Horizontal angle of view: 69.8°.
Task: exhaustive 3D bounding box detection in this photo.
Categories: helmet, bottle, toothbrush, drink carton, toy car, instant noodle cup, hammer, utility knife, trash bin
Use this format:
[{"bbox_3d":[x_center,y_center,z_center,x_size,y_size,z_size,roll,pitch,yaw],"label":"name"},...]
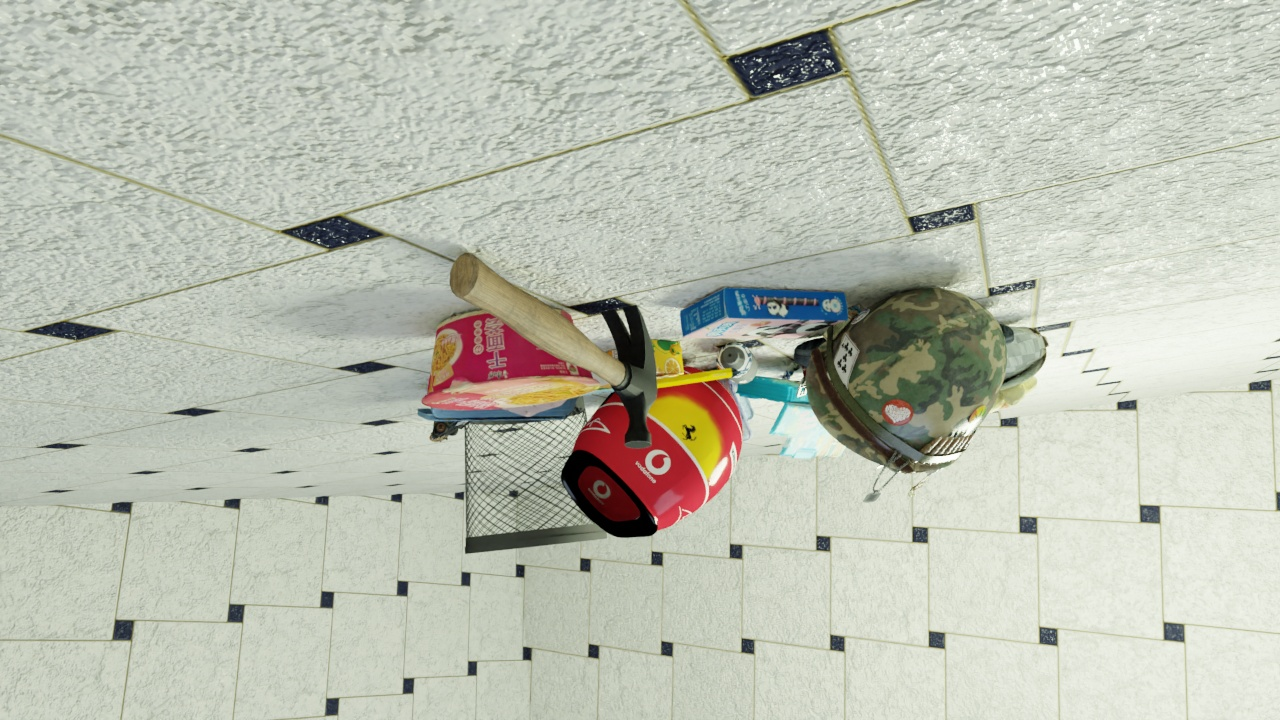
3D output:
[{"bbox_3d":[0.028,0.115,1.264,0.224,0.197,0.272,-43,-179,-23],"label":"helmet"},{"bbox_3d":[0.123,0.003,1.180,0.047,0.047,0.112,-9,169,14],"label":"bottle"},{"bbox_3d":[0.233,0.021,1.423,0.016,0.017,0.189,-7,170,3],"label":"toothbrush"},{"bbox_3d":[-0.007,0.007,1.139,0.058,0.041,0.123,4,165,-43],"label":"drink carton"},{"bbox_3d":[0.277,0.031,0.999,0.224,0.192,0.237,-25,155,-20],"label":"helmet"},{"bbox_3d":[-0.265,0.072,1.327,0.112,0.047,0.047,-37,167,4],"label":"toy car"},{"bbox_3d":[-0.133,-0.002,0.922,0.178,0.077,0.179,-7,170,-1],"label":"instant noodle cup"},{"bbox_3d":[-0.066,-0.022,0.816,0.040,0.132,0.305,-11,157,25],"label":"hammer"},{"bbox_3d":[0.007,0.030,1.104,0.227,0.019,0.030,-11,164,0],"label":"utility knife"},{"bbox_3d":[-0.172,0.174,1.429,0.218,0.227,0.218,-6,170,-1],"label":"trash bin"}]

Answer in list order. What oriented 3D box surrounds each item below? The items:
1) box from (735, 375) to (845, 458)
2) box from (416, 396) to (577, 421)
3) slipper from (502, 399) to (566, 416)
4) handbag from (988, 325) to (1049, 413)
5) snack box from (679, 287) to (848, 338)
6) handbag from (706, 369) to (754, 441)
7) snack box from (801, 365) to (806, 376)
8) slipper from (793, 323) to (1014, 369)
[{"bbox_3d":[0.240,0.090,1.377,0.097,0.117,0.226,9,-178,43],"label":"box"},{"bbox_3d":[-0.191,0.062,1.254,0.209,0.047,0.122,1,152,-30],"label":"box"},{"bbox_3d":[-0.127,0.035,1.162,0.238,0.064,0.094,2,167,-43],"label":"slipper"},{"bbox_3d":[0.449,0.018,1.243,0.171,0.123,0.113,-9,177,-15],"label":"handbag"},{"bbox_3d":[0.127,-0.047,0.949,0.154,0.033,0.088,0,168,-29],"label":"snack box"},{"bbox_3d":[0.081,0.076,1.389,0.159,0.069,0.126,-11,128,24],"label":"handbag"},{"bbox_3d":[0.333,0.005,1.342,0.133,0.035,0.151,-14,167,38],"label":"snack box"},{"bbox_3d":[0.325,0.004,1.139,0.264,0.082,0.101,-6,-167,16],"label":"slipper"}]
